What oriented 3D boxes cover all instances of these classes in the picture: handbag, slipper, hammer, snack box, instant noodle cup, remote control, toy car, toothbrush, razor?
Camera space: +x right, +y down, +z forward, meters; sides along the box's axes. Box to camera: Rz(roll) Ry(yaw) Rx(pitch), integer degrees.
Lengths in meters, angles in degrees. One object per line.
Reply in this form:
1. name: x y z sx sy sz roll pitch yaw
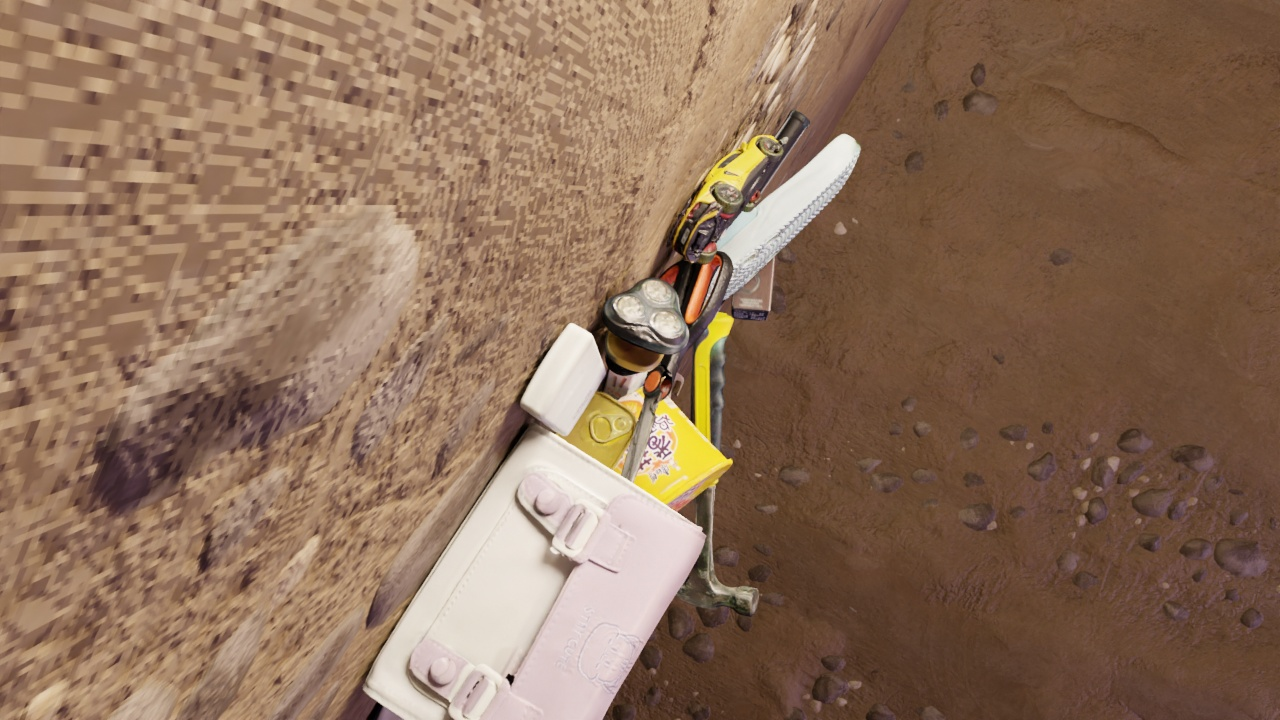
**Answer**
1. handbag: -0.064 0.162 0.598 0.196 0.145 0.098 -59 178 -12
2. slipper: 0.111 -0.139 0.907 0.245 0.074 0.104 -42 171 7
3. hammer: 0.065 0.108 0.955 0.031 0.126 0.323 -32 125 -62
4. snack box: -0.005 0.005 0.920 0.084 0.027 0.157 -56 175 -22
5. instant noodle cup: 0.002 0.097 0.892 0.138 0.110 0.138 -35 167 -9
6. remote control: -0.048 0.016 0.589 0.058 0.021 0.150 -58 175 -8
7. toy car: 0.072 -0.136 0.749 0.155 0.041 0.071 -49 170 -40
8. toothbrush: 0.119 -0.184 1.026 0.212 0.026 0.027 -56 -172 3
9. razor: -0.003 -0.017 0.688 0.167 0.062 0.067 127 -15 -79
10. snack box: 0.130 -0.111 1.015 0.113 0.053 0.125 25 69 -84

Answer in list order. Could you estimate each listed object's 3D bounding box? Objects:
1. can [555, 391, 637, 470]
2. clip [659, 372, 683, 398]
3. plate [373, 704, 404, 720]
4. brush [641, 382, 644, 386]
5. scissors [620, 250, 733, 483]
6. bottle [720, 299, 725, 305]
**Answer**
1. can: -0.050 0.084 0.789 0.102 0.057 0.083 -57 177 -13
2. clip: 0.026 0.018 0.968 0.071 0.034 0.100 -56 170 -24
3. plate: -0.185 0.295 0.779 0.204 0.045 0.205 -57 175 -8
4. brush: 0.011 0.014 1.114 0.083 0.046 0.255 -52 169 -27
5. scissors: 0.012 0.011 0.763 0.235 0.021 0.142 -60 -150 -3
6. bottle: 0.066 -0.062 1.112 0.080 0.044 0.195 -44 177 -3
